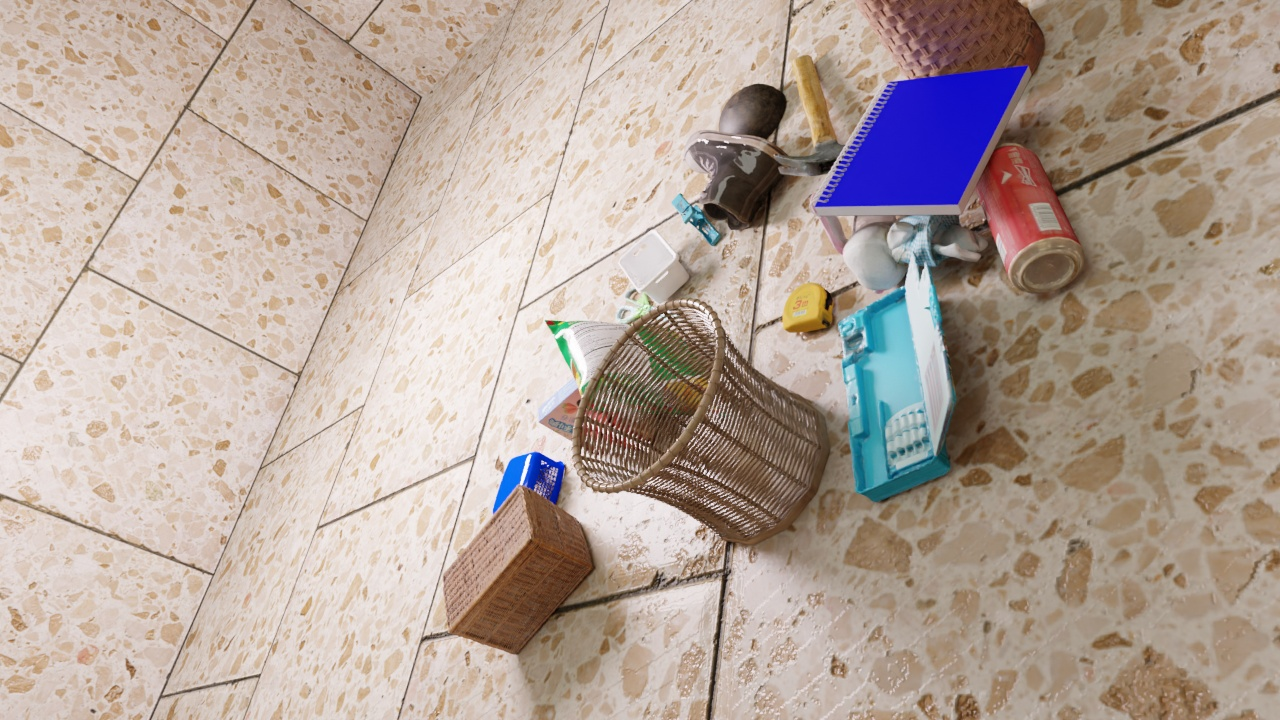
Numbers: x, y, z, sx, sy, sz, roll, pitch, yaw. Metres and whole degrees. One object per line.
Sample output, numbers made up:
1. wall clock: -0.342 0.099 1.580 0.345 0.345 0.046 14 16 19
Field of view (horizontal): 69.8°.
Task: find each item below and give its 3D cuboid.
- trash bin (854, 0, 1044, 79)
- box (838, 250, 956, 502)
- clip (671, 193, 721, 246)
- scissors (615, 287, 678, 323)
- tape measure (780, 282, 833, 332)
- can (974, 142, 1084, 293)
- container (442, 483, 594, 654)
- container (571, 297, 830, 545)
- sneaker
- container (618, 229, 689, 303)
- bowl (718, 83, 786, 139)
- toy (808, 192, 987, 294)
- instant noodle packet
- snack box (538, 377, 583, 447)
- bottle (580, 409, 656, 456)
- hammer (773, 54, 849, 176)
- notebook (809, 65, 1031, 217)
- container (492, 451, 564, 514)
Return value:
1. trash bin: 0.337 -0.392 1.047 0.152 0.210 0.151 -37 35 32
2. box: 0.267 0.006 0.911 0.181 0.074 0.226 120 160 -48
3. clip: 0.070 -0.230 1.406 0.028 0.113 0.126 -45 19 14
4. scissors: 0.014 -0.081 1.423 0.176 0.033 0.072 21 77 55
5. tape measure: 0.203 -0.064 1.111 0.068 0.030 0.058 -13 51 48
6. can: 0.375 -0.142 0.896 0.067 0.067 0.169 -36 37 33
7. container: -0.167 0.286 1.241 0.199 0.112 0.113 -49 31 14
8. container: 0.070 0.078 1.005 0.227 0.196 0.226 -36 36 32
9. sneaker: 0.119 -0.270 1.377 0.120 0.095 0.235 -58 37 -1
10. container: 0.024 -0.141 1.419 0.081 0.049 0.129 -42 32 7
11. bowl: 0.166 -0.391 1.450 0.121 0.056 0.121 -36 36 32
12. toy: 0.288 -0.122 1.009 0.205 0.130 0.106 23 113 52
13. instant noodle packet: -0.007 0.007 1.209 0.252 0.195 0.090 -122 41 -58
14. snack box: -0.069 0.057 1.339 0.154 0.088 0.033 -41 33 27
15. bottle: -0.029 0.081 1.264 0.111 0.099 0.098 -29 39 56
16. hammer: 0.246 -0.355 1.297 0.132 0.033 0.329 -17 38 15
17. notebook: 0.297 -0.233 0.982 0.172 0.022 0.208 8 56 43
18. container: -0.173 0.197 1.387 0.096 0.058 0.114 -19 47 47
